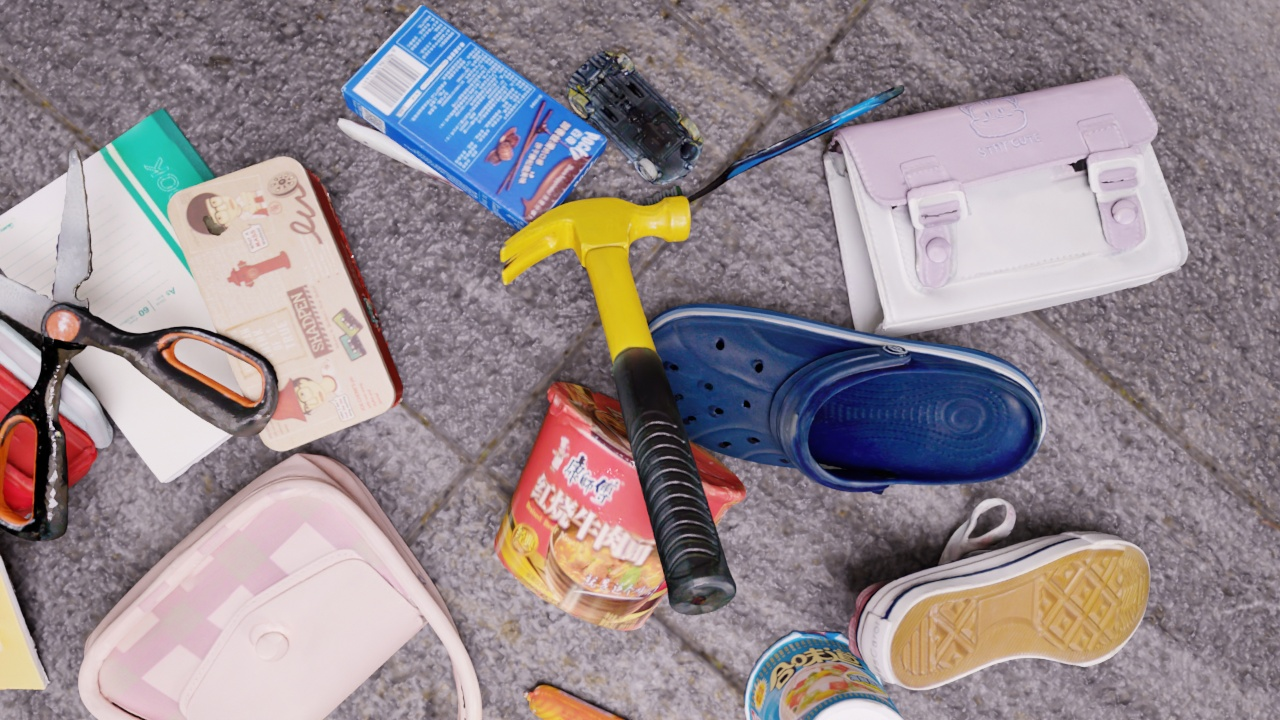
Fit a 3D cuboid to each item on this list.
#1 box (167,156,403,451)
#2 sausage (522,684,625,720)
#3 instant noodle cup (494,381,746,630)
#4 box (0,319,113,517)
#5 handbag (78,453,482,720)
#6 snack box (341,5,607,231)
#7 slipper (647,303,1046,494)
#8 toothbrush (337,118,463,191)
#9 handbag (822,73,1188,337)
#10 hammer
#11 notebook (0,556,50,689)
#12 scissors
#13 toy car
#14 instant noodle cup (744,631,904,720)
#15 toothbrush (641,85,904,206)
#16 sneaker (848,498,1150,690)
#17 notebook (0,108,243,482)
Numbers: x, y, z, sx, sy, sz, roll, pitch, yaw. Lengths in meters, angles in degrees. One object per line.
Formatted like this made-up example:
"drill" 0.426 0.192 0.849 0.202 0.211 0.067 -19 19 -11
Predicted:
"box" -0.222 -0.034 0.587 0.091 0.077 0.168 -21 93 -7
"sausage" -0.004 0.256 0.615 0.165 0.021 0.021 25 86 -1
"instant noodle cup" -0.019 0.092 0.573 0.138 0.138 0.108 28 96 -1
"box" -0.425 -0.006 0.565 0.201 0.095 0.100 39 124 -1
"handbag" -0.204 0.196 0.585 0.193 0.093 0.234 -43 98 -3
"snack box" -0.110 -0.160 0.617 0.157 0.026 0.084 36 75 0
"slipper" 0.116 0.034 0.566 0.253 0.095 0.105 9 115 11
"toothbrush" -0.121 -0.126 0.630 0.187 0.016 0.017 25 78 -2
"handbag" 0.234 -0.103 0.610 0.197 0.098 0.145 -12 80 -2
"hammer" -0.003 0.003 0.515 0.128 0.033 0.300 -7 46 -10
"notebook" -0.489 0.148 0.564 0.206 0.010 0.146 2 119 -2
"scissors" -0.319 -0.003 0.530 0.221 0.021 0.233 12 93 -4
"toy car" -0.003 -0.164 0.629 0.049 0.031 0.105 -44 86 -5
"instant noodle cup" 0.122 0.232 0.579 0.099 0.110 0.099 0 88 -2
"toothbrush" 0.083 -0.139 0.610 0.190 0.014 0.016 -24 74 19
"sneaker" 0.228 0.153 0.602 0.240 0.088 0.118 -3 100 -25
"notebook" -0.321 -0.045 0.618 0.150 0.012 0.209 -37 90 -5
